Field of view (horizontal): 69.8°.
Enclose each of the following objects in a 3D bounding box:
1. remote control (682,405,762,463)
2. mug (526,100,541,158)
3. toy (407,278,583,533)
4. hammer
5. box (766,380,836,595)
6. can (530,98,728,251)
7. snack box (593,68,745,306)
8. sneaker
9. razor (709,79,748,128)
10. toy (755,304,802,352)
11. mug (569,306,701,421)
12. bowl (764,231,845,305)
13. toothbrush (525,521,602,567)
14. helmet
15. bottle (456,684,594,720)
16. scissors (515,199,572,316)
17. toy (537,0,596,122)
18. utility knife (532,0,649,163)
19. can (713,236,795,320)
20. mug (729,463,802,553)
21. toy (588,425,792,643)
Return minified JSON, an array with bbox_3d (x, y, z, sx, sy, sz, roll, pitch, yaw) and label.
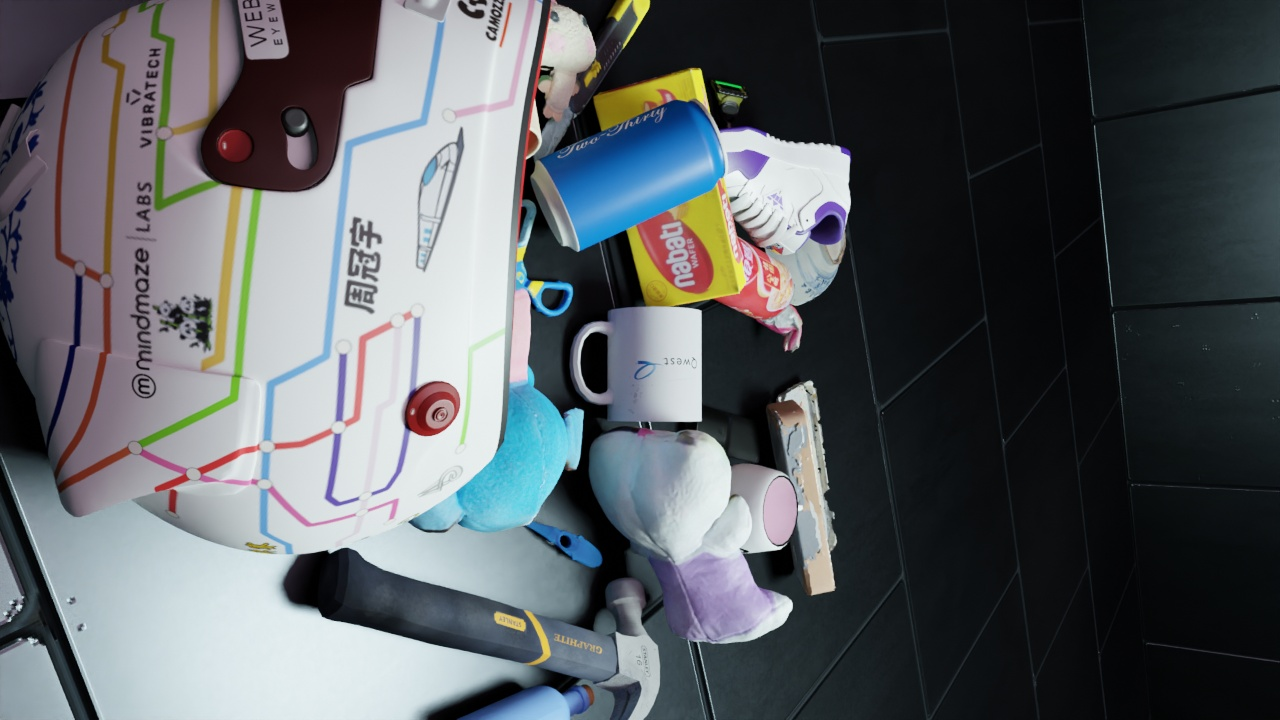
[{"bbox_3d":[0.090,0.077,0.954,0.140,0.021,0.045,19,75,-51],"label":"remote control"},{"bbox_3d":[-0.116,-0.196,0.668,0.111,0.085,0.104,34,46,-77],"label":"mug"},{"bbox_3d":[-0.108,0.023,0.656,0.223,0.099,0.191,-12,88,-55],"label":"toy"},{"bbox_3d":[-0.096,0.196,0.679,0.312,0.035,0.139,32,37,-40],"label":"hammer"},{"bbox_3d":[0.190,0.143,1.056,0.156,0.071,0.216,-33,114,-60],"label":"box"},{"bbox_3d":[-0.010,-0.150,0.741,0.146,0.079,0.079,-26,114,-7],"label":"can"},{"bbox_3d":[0.029,-0.150,0.825,0.042,0.092,0.201,-51,129,-66],"label":"snack box"},{"bbox_3d":[0.119,-0.162,0.920,0.243,0.092,0.111,-2,86,-36],"label":"sneaker"},{"bbox_3d":[0.093,-0.223,0.971,0.044,0.021,0.144,1,87,-32],"label":"razor"},{"bbox_3d":[0.145,-0.061,1.017,0.065,0.050,0.102,-87,157,-73],"label":"toy"},{"bbox_3d":[-0.005,0.005,0.802,0.119,0.083,0.096,1,87,-23],"label":"mug"},{"bbox_3d":[0.201,-0.141,1.072,0.150,0.057,0.150,11,77,-54],"label":"bowl"},{"bbox_3d":[-0.069,0.145,0.753,0.132,0.016,0.021,40,61,-43],"label":"toothbrush"},{"bbox_3d":[-0.178,-0.065,0.453,0.235,0.231,0.314,7,86,-19],"label":"helmet"},{"bbox_3d":[-0.084,0.277,0.703,0.131,0.048,0.048,-3,91,-52],"label":"bottle"},{"bbox_3d":[-0.097,-0.071,0.730,0.125,0.014,0.130,-2,90,-51],"label":"scissors"},{"bbox_3d":[-0.071,-0.257,0.747,0.087,0.050,0.112,-15,84,-54],"label":"toy"},{"bbox_3d":[-0.044,-0.251,0.805,0.029,0.020,0.233,47,55,-36],"label":"utility knife"},{"bbox_3d":[0.099,-0.088,0.936,0.124,0.067,0.066,19,74,-50],"label":"can"},{"bbox_3d":[0.120,0.151,0.943,0.123,0.076,0.090,8,82,-51],"label":"mug"},{"bbox_3d":[0.033,0.151,0.786,0.085,0.138,0.209,-39,109,-49],"label":"toy"}]
